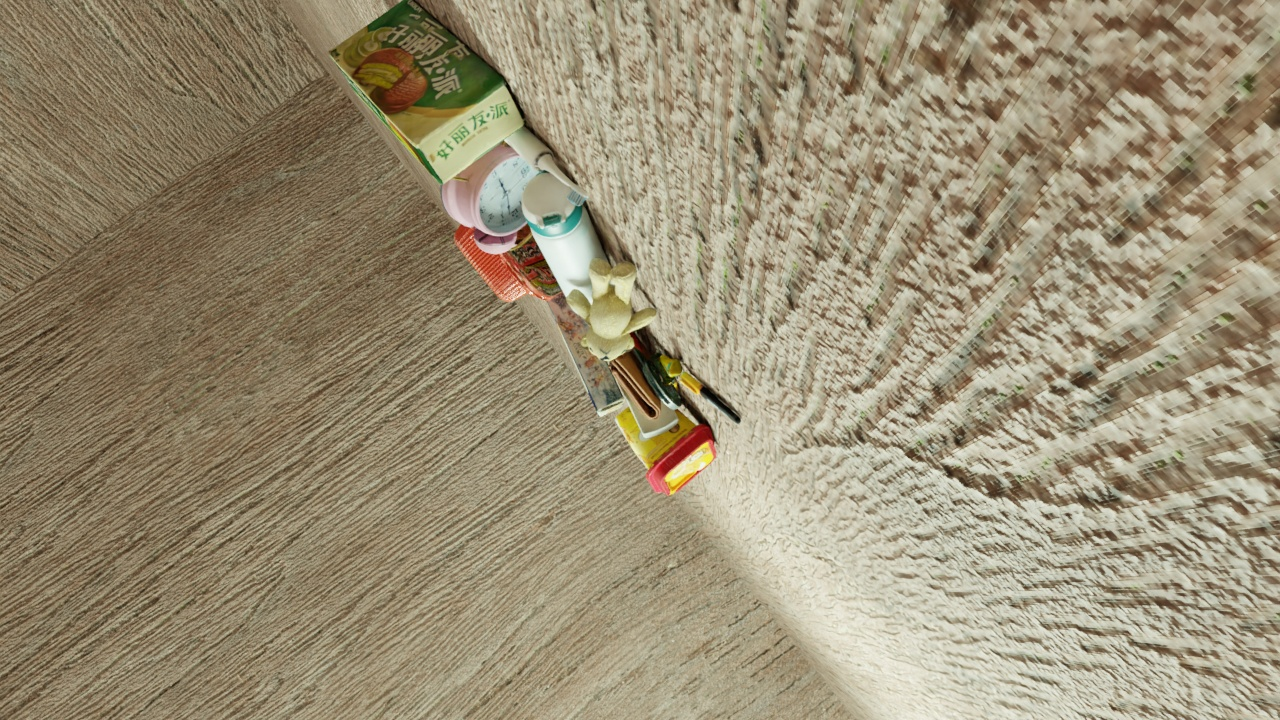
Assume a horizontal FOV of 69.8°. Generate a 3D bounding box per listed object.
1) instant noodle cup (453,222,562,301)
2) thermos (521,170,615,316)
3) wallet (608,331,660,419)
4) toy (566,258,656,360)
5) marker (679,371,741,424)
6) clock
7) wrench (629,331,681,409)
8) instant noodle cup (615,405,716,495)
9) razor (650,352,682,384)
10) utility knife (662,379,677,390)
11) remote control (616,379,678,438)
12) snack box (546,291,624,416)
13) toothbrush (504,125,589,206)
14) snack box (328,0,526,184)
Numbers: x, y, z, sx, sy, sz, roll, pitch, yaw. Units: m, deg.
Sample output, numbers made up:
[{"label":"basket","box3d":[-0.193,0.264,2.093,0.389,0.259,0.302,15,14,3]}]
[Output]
[{"label":"instant noodle cup","box3d":[-0.173,-0.155,1.235,0.189,0.079,0.164,52,-157,-2]},{"label":"thermos","box3d":[-0.078,-0.130,1.043,0.073,0.073,0.224,48,172,26]},{"label":"wallet","box3d":[-0.007,0.007,1.240,0.108,0.031,0.131,53,-164,-23]},{"label":"toy","box3d":[-0.034,-0.057,1.035,0.157,0.105,0.066,96,180,-54]},{"label":"marker","box3d":[0.083,0.045,1.100,0.018,0.015,0.124,51,173,-38]},{"label":"clock","box3d":[-0.161,-0.190,1.071,0.060,0.117,0.158,35,163,29]},{"label":"wrench","box3d":[-0.023,-0.048,1.203,0.273,0.016,0.056,57,-163,-11]},{"label":"instant noodle cup","box3d":[0.034,0.116,1.354,0.123,0.116,0.116,48,172,25]},{"label":"razor","box3d":[0.037,0.009,1.145,0.043,0.028,0.132,64,178,-2]},{"label":"utility knife","box3d":[0.040,0.036,1.328,0.033,0.015,0.190,47,172,14]},{"label":"remote control","box3d":[0.005,0.046,1.319,0.019,0.056,0.135,72,172,-62]},{"label":"snack box","box3d":[-0.080,-0.009,1.359,0.178,0.046,0.182,110,135,-85]},{"label":"toothbrush","box3d":[-0.116,-0.222,0.960,0.026,0.026,0.221,18,-157,-51]},{"label":"snack box","box3d":[-0.233,-0.294,0.985,0.240,0.114,0.063,47,171,36]}]
